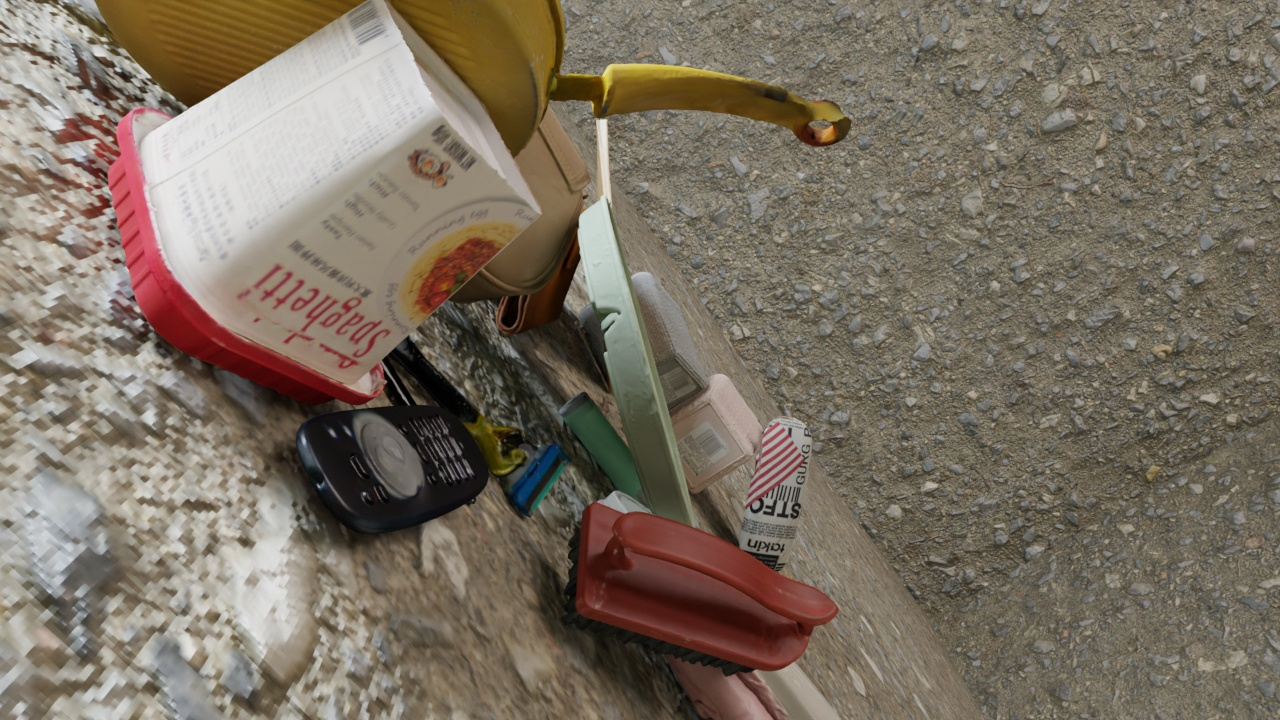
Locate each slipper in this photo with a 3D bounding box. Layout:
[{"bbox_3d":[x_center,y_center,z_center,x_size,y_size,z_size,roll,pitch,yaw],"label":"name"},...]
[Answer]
[{"bbox_3d":[0.059,0.195,0.571,0.274,0.054,0.114,47,3,12],"label":"slipper"}]

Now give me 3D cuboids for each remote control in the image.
[{"bbox_3d":[-0.101,0.044,0.378,0.053,0.024,0.136,58,10,7],"label":"remote control"}]

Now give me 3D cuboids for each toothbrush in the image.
[{"bbox_3d":[0.012,0.118,0.704,0.224,0.026,0.027,54,-12,-12],"label":"toothbrush"},{"bbox_3d":[-0.131,-0.010,0.445,0.189,0.018,0.014,56,8,-3],"label":"toothbrush"}]

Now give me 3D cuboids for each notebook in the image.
[{"bbox_3d":[-0.031,-0.085,0.823,0.212,0.012,0.149,94,-8,-59],"label":"notebook"}]

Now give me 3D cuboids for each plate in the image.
[{"bbox_3d":[-0.004,0.004,0.617,0.230,0.027,0.230,-12,87,-87],"label":"plate"}]

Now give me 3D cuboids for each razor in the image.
[{"bbox_3d":[-0.097,0.024,0.487,0.143,0.022,0.042,48,55,-23],"label":"razor"}]

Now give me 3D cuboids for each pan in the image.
[{"bbox_3d":[-0.058,-0.140,0.430,0.357,0.198,0.078,16,67,-17],"label":"pan"}]

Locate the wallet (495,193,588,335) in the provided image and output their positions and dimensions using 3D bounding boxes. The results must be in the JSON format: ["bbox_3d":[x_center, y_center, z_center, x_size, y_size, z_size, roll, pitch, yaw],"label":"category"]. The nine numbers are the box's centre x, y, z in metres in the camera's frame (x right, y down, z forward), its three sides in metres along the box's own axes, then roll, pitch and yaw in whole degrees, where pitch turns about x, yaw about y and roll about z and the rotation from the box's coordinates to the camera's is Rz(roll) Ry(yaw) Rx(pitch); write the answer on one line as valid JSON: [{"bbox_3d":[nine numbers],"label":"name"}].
[{"bbox_3d":[-0.071,-0.081,0.730,0.035,0.119,0.130,27,9,4],"label":"wallet"}]

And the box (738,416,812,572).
[{"bbox_3d":[0.130,0.137,0.948,0.075,0.162,0.085,8,1,-21],"label":"box"}]

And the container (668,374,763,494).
[{"bbox_3d":[0.068,0.077,0.955,0.090,0.090,0.110,56,13,0],"label":"container"}]

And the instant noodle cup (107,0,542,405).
[{"bbox_3d":[-0.116,-0.062,0.357,0.116,0.124,0.116,61,11,29],"label":"instant noodle cup"}]

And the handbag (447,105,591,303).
[{"bbox_3d":[-0.122,-0.140,0.581,0.147,0.100,0.204,-53,126,-34],"label":"handbag"}]

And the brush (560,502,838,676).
[{"bbox_3d":[0.034,0.123,0.483,0.145,0.069,0.063,25,41,-22],"label":"brush"}]

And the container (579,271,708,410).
[{"bbox_3d":[0.005,-0.011,0.937,0.090,0.090,0.114,45,18,-47],"label":"container"}]
